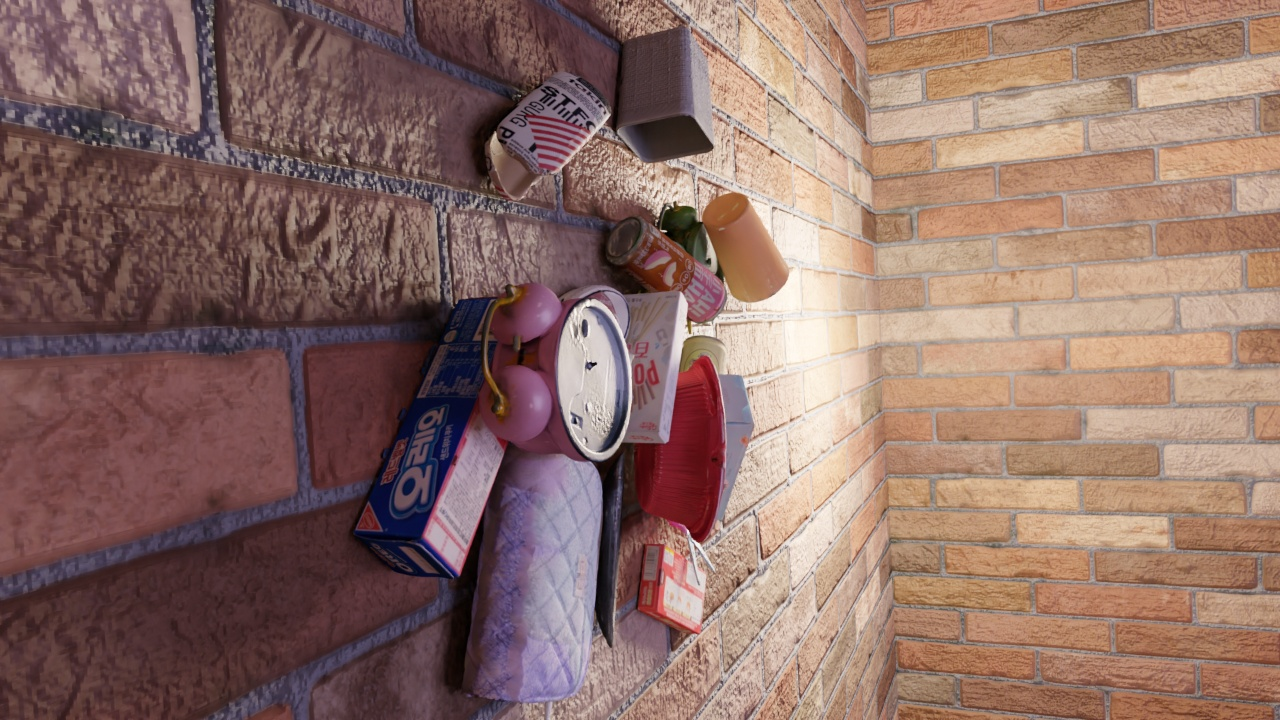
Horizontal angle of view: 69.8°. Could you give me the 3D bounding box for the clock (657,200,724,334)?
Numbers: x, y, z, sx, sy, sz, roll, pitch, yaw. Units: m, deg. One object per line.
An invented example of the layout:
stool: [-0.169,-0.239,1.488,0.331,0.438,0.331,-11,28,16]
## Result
clock: [0.053,-0.117,1.090,0.161,0.056,0.115,63,32,-45]

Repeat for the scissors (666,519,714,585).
scissors: [0.057,0.199,1.091,0.133,0.017,0.130,57,22,-23]

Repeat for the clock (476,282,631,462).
clock: [-0.064,0.009,0.645,0.158,0.060,0.117,39,52,-60]

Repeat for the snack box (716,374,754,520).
snack box: [0.079,0.100,1.024,0.074,0.051,0.175,-99,-166,-44]

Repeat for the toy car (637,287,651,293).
toy car: [0.004,-0.046,1.000,0.105,0.032,0.048,-70,145,-65]

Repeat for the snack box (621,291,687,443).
snack box: [-0.005,0.005,0.903,0.027,0.085,0.156,54,40,-54]

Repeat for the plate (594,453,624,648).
plate: [-0.031,0.175,0.856,0.179,0.024,0.179,162,-68,-90]

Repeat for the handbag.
handbag: [-0.079,0.165,0.725,0.134,0.076,0.193,36,54,-63]

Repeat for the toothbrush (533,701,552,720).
toothbrush: [-0.069,0.224,0.806,0.026,0.027,0.220,19,65,-24]

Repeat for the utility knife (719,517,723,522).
utility knife: [0.103,0.137,1.185,0.221,0.022,0.030,78,9,-45]

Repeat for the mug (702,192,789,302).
mug: [0.122,-0.137,1.094,0.123,0.078,0.078,56,38,-42]

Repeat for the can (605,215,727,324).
can: [0.029,-0.095,0.978,0.147,0.058,0.057,33,56,-40]

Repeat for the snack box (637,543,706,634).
snack box: [0.039,0.266,1.060,0.153,0.025,0.075,48,45,-57]

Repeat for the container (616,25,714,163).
container: [0.029,-0.294,1.011,0.090,0.090,0.114,33,55,-63]

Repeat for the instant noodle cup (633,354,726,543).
instant noodle cup: [0.034,0.090,0.944,0.194,0.066,0.194,-179,-89,-81]

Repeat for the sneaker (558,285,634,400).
sneaker: [-0.047,-0.003,0.799,0.240,0.088,0.118,-46,129,-59]

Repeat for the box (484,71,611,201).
box: [-0.089,-0.192,0.783,0.075,0.083,0.163,40,41,-12]

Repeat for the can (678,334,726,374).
can: [0.072,0.032,1.118,0.058,0.059,0.116,52,42,-54]

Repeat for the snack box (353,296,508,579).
snack box: [-0.128,0.047,0.643,0.058,0.057,0.207,66,31,-46]
